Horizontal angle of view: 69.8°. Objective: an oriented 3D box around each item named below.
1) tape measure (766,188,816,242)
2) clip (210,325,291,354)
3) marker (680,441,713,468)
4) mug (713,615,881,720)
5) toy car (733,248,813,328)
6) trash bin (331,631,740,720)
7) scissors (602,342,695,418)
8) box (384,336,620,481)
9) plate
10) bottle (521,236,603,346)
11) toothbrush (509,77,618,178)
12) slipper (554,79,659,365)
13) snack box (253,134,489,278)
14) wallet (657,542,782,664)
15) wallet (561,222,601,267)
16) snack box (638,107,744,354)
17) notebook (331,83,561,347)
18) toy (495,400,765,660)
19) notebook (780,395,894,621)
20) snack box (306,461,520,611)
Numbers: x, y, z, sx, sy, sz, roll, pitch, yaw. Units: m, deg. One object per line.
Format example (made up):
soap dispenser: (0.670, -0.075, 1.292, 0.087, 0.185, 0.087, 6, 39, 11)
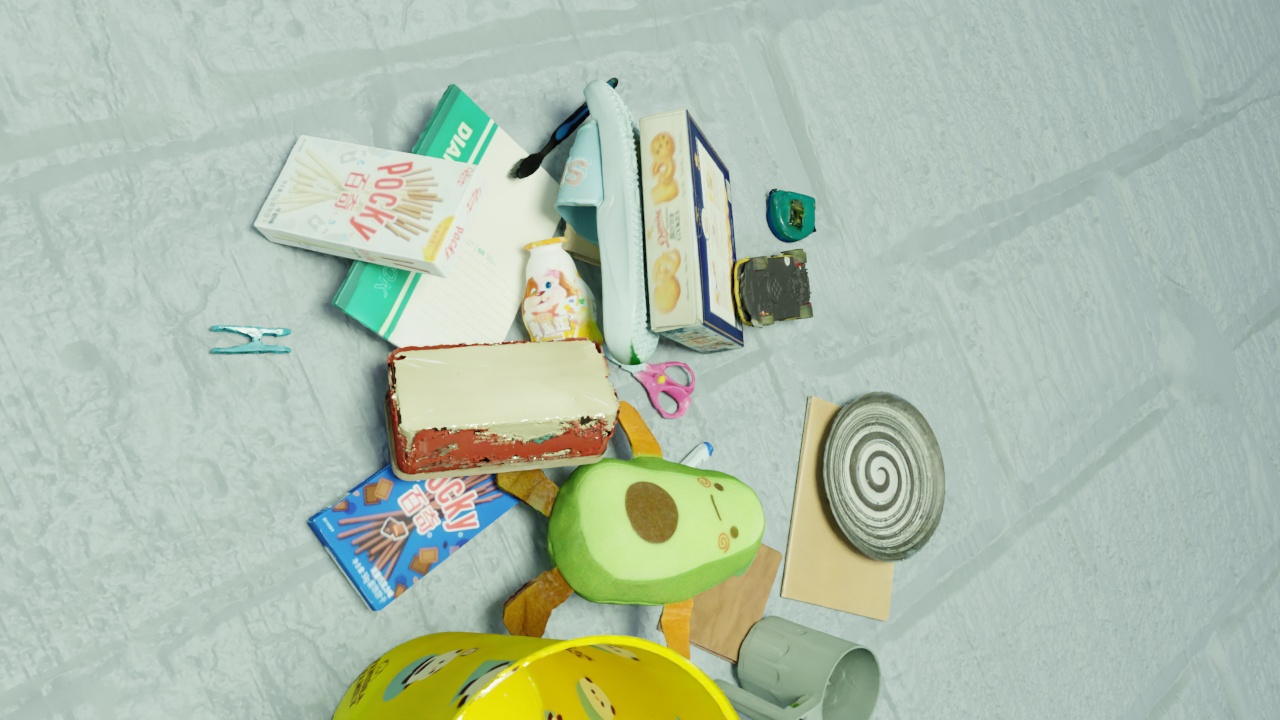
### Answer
tape measure: (0.160, -0.152, 0.965, 0.058, 0.025, 0.054, 6, 78, -30)
clip: (-0.285, -0.015, 0.672, 0.056, 0.014, 0.043, -1, 83, -33)
marker: (0.018, 0.123, 0.836, 0.145, 0.017, 0.017, -41, 104, -30)
mug: (0.136, 0.288, 0.819, 0.123, 0.103, 0.084, -13, 103, -37)
toy car: (0.127, -0.070, 0.894, 0.155, 0.041, 0.071, -14, 98, -56)
trash bin: (-0.089, 0.284, 0.600, 0.229, 0.256, 0.229, 5, 80, -31)
scissors: (-0.005, 0.005, 0.844, 0.133, 0.017, 0.057, 31, 73, -20)
box: (-0.105, 0.031, 0.698, 0.168, 0.077, 0.091, -4, 51, -20)
plate: (0.255, 0.123, 0.970, 0.179, 0.024, 0.179, 7, 77, -31)
bottle: (-0.070, -0.048, 0.778, 0.063, 0.063, 0.108, -15, 96, -33)
toothbrush: (-0.065, -0.211, 0.823, 0.014, 0.016, 0.189, 59, 43, -26)
slipper: (-0.028, -0.113, 0.774, 0.104, 0.074, 0.245, 39, 45, -69)
snack box: (-0.199, -0.115, 0.676, 0.157, 0.027, 0.084, 12, 69, 17)
wallet: (0.075, 0.214, 0.857, 0.101, 0.020, 0.115, 29, 71, -23)
wallet: (-0.027, -0.142, 0.845, 0.087, 0.024, 0.115, 17, 76, -38)
snack box: (0.049, -0.105, 0.814, 0.182, 0.046, 0.178, 18, 67, -71)
notebook: (-0.145, -0.096, 0.748, 0.150, 0.012, 0.208, 40, 63, -41)
toy: (0.001, 0.140, 0.759, 0.246, 0.090, 0.226, -1, 72, -28)
notebook: (0.217, 0.156, 0.960, 0.147, 0.008, 0.207, 20, 72, -28)
snack box: (-0.167, 0.112, 0.716, 0.156, 0.026, 0.084, -37, 101, -31)
